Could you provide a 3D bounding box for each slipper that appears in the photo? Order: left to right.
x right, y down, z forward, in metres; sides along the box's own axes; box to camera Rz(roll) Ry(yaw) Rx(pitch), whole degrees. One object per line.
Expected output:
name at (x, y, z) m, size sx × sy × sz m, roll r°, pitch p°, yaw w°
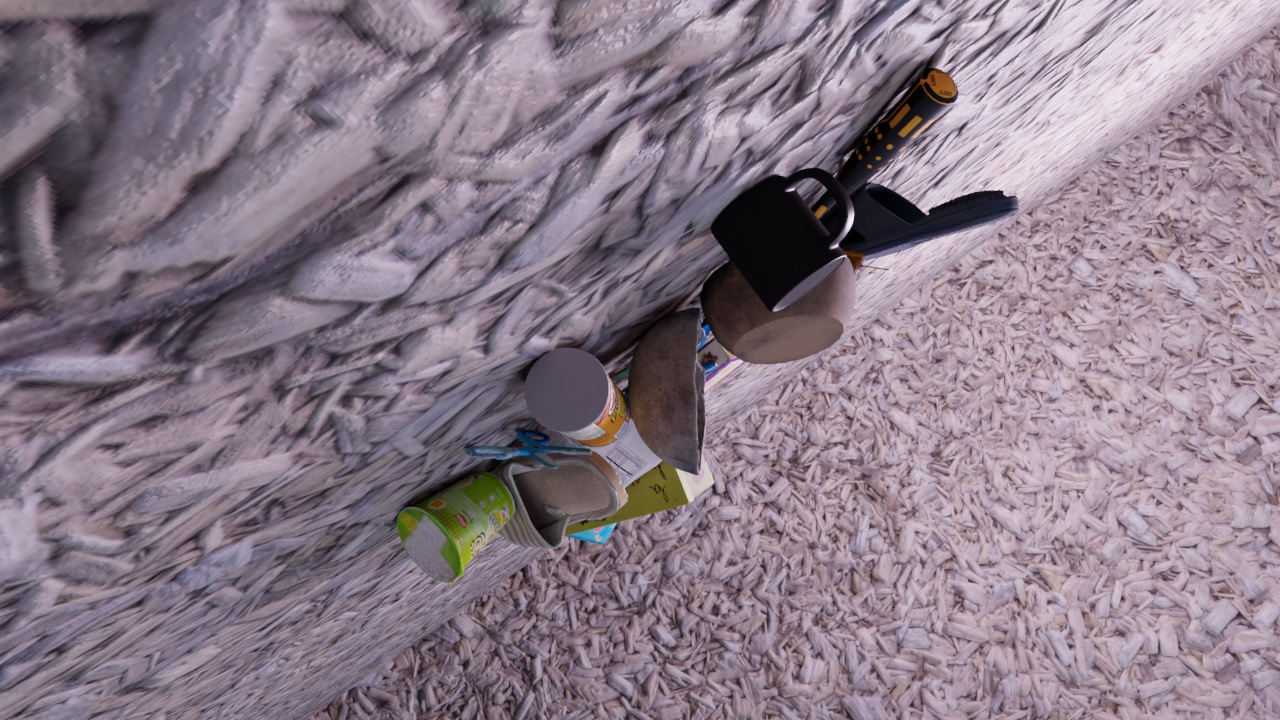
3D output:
slipper at (-0.116, 0.164, 1.080) m, size 0.053 × 0.114 × 0.273 m, roll -32°, pitch -175°, yaw -42°
slipper at (0.275, -0.160, 1.009) m, size 0.264 × 0.082 × 0.101 m, roll -13°, pitch -178°, yaw 43°

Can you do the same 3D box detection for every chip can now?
chip can at (-0.056, 0.042, 0.904) m, size 0.075 × 0.075 × 0.215 m, roll -35°, pitch 170°, yaw -1°

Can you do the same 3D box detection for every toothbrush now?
toothbrush at (-0.006, 0.006, 1.071) m, size 0.022 × 0.017 × 0.136 m, roll -18°, pitch 161°, yaw -49°

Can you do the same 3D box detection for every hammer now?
hammer at (0.194, -0.168, 0.883) m, size 0.123 × 0.036 × 0.322 m, roll -30°, pitch 171°, yaw -30°

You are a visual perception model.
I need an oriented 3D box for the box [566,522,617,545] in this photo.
box at (-0.131, 0.217, 1.314) m, size 0.170 × 0.085 × 0.227 m, roll -29°, pitch 148°, yaw 22°

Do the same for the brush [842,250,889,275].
brush at (0.214, -0.100, 0.988) m, size 0.126 × 0.017 × 0.048 m, roll 5°, pitch 156°, yaw -24°

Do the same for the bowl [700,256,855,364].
bowl at (0.147, -0.052, 0.957) m, size 0.162 × 0.070 × 0.162 m, roll -7°, pitch 156°, yaw -3°

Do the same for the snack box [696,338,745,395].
snack box at (0.098, 0.017, 1.397) m, size 0.144 × 0.040 × 0.147 m, roll -40°, pitch 169°, yaw 24°

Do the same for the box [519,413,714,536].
box at (-0.030, 0.135, 1.141) m, size 0.222 × 0.124 × 0.082 m, roll -18°, pitch -177°, yaw 36°

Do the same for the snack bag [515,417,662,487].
snack bag at (-0.057, 0.106, 1.068) m, size 0.144 × 0.131 × 0.039 m, roll -42°, pitch -167°, yaw 33°

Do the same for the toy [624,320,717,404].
toy at (0.038, 0.025, 1.170) m, size 0.112 × 0.071 × 0.177 m, roll -41°, pitch 176°, yaw -39°

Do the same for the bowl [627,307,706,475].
bowl at (0.028, 0.033, 0.982) m, size 0.081 × 0.178 × 0.178 m, roll -2°, pitch 172°, yaw 6°

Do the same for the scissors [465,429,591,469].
scissors at (-0.119, 0.093, 0.978) m, size 0.134 × 0.011 × 0.139 m, roll 2°, pitch -170°, yaw -13°

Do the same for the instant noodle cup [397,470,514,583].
instant noodle cup at (-0.205, 0.182, 1.050) m, size 0.107 × 0.099 × 0.099 m, roll -38°, pitch 175°, yaw -46°

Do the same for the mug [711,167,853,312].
mug at (0.126, -0.108, 0.767) m, size 0.078 × 0.088 × 0.114 m, roll -23°, pitch 165°, yaw -50°
